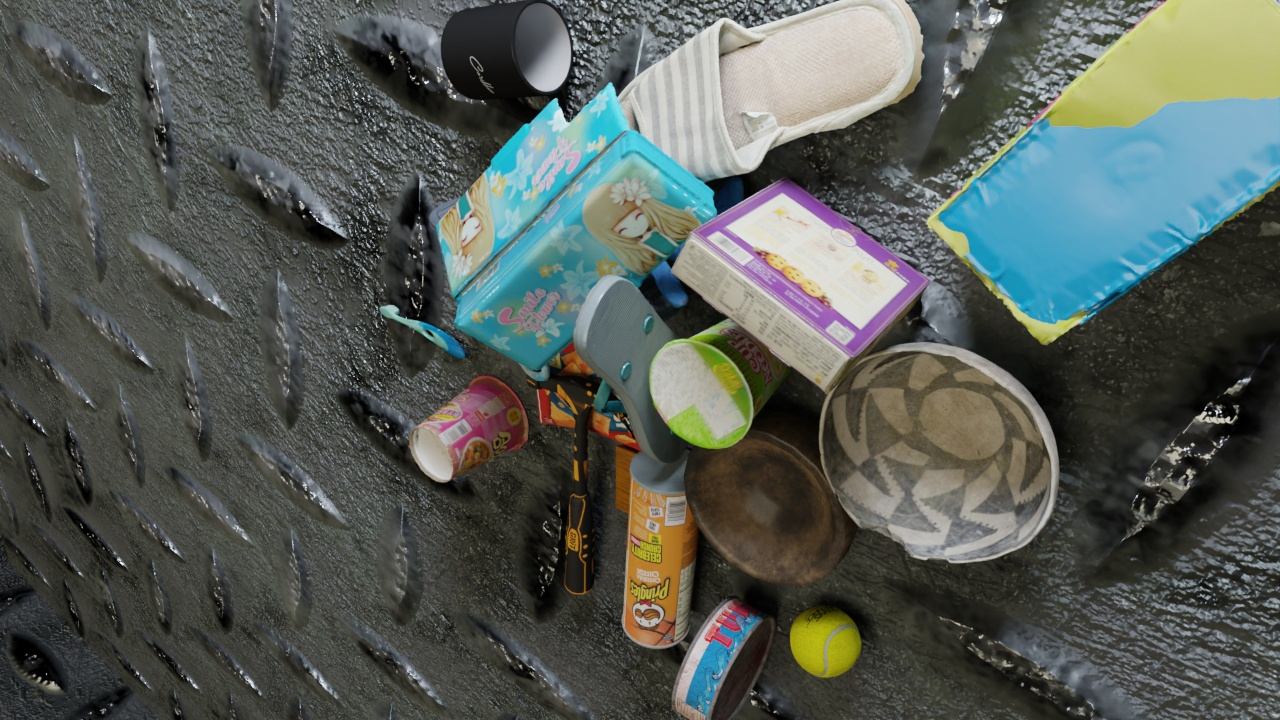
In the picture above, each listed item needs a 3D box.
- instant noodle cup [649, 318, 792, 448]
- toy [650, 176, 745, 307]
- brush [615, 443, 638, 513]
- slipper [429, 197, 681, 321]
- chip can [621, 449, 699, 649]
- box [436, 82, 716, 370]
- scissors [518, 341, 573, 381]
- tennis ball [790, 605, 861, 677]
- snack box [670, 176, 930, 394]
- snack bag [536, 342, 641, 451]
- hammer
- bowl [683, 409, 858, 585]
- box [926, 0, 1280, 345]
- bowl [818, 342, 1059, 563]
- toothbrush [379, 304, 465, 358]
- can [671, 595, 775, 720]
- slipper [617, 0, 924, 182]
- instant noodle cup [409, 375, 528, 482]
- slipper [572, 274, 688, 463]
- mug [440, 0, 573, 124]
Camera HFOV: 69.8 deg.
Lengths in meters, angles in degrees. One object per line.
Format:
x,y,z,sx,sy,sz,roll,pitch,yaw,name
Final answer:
0.077,0.007,0.780,0.099,0.107,0.099,19,125,30,instant noodle cup
0.027,-0.105,0.782,0.176,0.071,0.113,10,99,16,toy
-0.005,0.147,0.985,0.048,0.017,0.127,20,125,30,brush
-0.081,-0.083,0.873,0.264,0.101,0.083,25,135,19,slipper
0.022,0.196,0.949,0.075,0.075,0.215,22,126,28,chip can
-0.071,-0.107,0.737,0.228,0.085,0.169,-39,91,30,box
-0.083,-0.024,0.850,0.140,0.011,0.134,15,136,21,scissors
0.176,0.267,0.873,0.065,0.065,0.065,19,124,30,tennis ball
0.121,-0.063,0.677,0.143,0.147,0.041,40,133,15,snack box
-0.047,0.025,0.936,0.144,0.039,0.131,14,123,26,snack bag
-0.062,0.145,0.993,0.123,0.036,0.321,20,132,20,hammer
0.124,0.116,0.828,0.162,0.070,0.162,19,124,30,bowl
0.297,-0.121,0.555,0.124,0.082,0.222,48,137,9,box
0.233,0.060,0.702,0.179,0.081,0.179,18,123,30,bowl
-0.256,-0.036,1.089,0.135,0.017,0.022,27,128,21,toothbrush
0.085,0.305,0.923,0.044,0.129,0.130,24,127,27,can
0.078,-0.199,0.696,0.273,0.053,0.114,-13,90,37,slipper
-0.199,0.082,1.042,0.098,0.108,0.098,19,124,31,instant noodle cup
-0.005,0.005,0.797,0.055,0.098,0.269,22,161,27,slipper
-0.110,-0.258,0.813,0.088,0.078,0.113,9,144,35,mug
